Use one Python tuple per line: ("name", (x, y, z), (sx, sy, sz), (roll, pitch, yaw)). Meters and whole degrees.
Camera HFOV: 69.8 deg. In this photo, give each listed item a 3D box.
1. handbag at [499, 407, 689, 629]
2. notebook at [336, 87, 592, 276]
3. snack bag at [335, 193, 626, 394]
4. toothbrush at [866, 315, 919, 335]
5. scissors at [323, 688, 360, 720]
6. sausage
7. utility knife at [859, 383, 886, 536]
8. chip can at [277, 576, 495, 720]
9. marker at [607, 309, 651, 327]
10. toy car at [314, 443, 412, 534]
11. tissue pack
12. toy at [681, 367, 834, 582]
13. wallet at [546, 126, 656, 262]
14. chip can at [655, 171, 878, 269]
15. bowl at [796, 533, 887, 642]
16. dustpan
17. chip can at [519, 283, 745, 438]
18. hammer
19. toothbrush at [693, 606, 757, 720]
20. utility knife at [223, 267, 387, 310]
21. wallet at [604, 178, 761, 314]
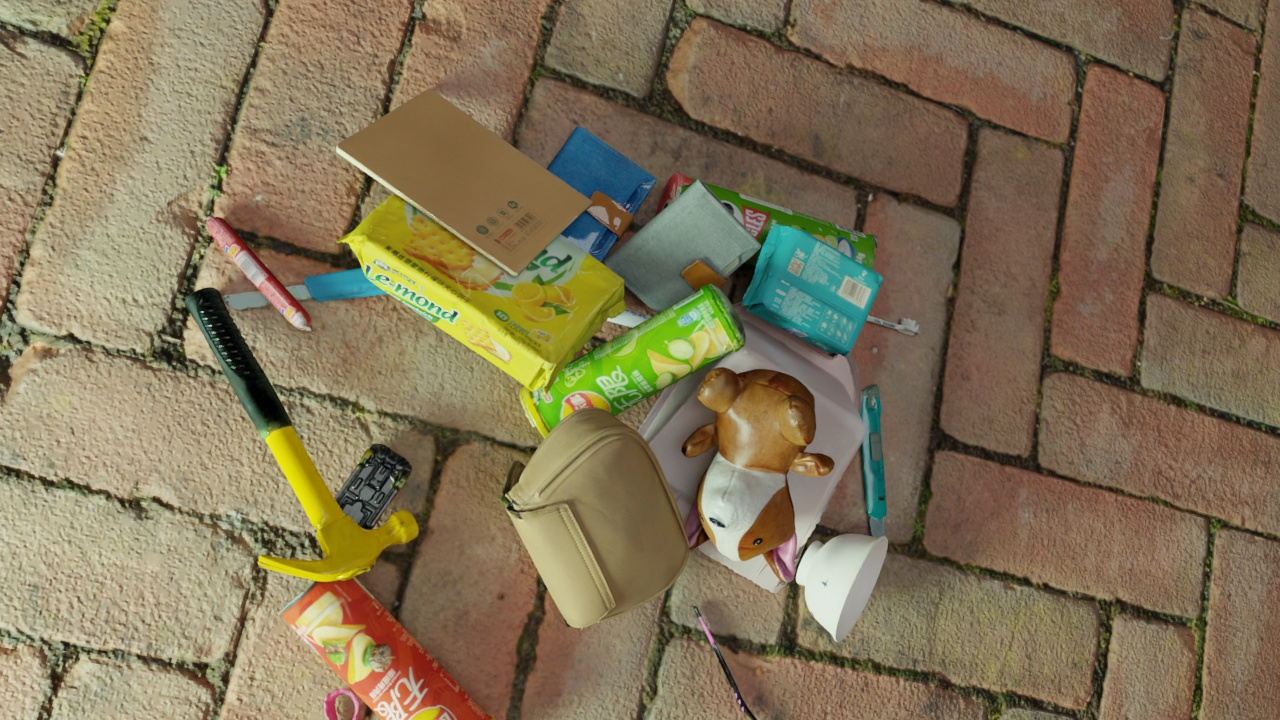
("handbag", (-0.043, 0.148, 0.867), (0.147, 0.100, 0.205), (-34, 122, -21))
("notebook", (-0.165, -0.178, 0.890), (0.207, 0.008, 0.147), (35, 46, 3))
("snack bag", (-0.145, -0.081, 0.875), (0.246, 0.068, 0.157), (35, 46, 0))
("toothbrush", (0.235, -0.058, 1.032), (0.180, 0.016, 0.016), (14, 71, -13))
("scissors", (-0.279, 0.370, 0.837), (0.133, 0.017, 0.133), (-11, 89, -20))
("sausage", (-0.358, -0.081, 0.862), (0.020, 0.020, 0.156), (-41, 84, -16))
("utility knife", (0.260, 0.113, 1.017), (0.029, 0.013, 0.176), (-1, 83, -15))
("chip can", (-0.227, 0.280, 0.832), (0.073, 0.073, 0.216), (-43, 95, -16))
("marker", (0.000, -0.041, 0.956), (0.130, 0.022, 0.018), (16, 117, -2))
("toy car", (-0.261, 0.131, 0.863), (0.049, 0.031, 0.106), (34, 70, -8))
("tissue pack", (0.175, -0.071, 0.940), (0.133, 0.050, 0.093), (27, 84, -17))
("toy", (0.104, 0.110, 0.867), (0.140, 0.130, 0.200), (22, 118, 26))
("wallet", (-0.059, -0.165, 0.957), (0.106, 0.040, 0.133), (35, 77, -4))
("chip can", (0.136, -0.135, 0.986), (0.236, 0.072, 0.072), (15, 79, -13))
("bowl", (0.202, 0.223, 0.952), (0.065, 0.118, 0.118), (24, 74, 27))
("dustpan", (0.123, 0.075, 0.989), (0.222, 0.138, 0.274), (34, 103, -10))
("chip can", (-0.005, 0.005, 0.890), (0.221, 0.072, 0.072), (-29, 91, 5))
("hammer", (-0.327, 0.064, 0.824), (0.128, 0.033, 0.300), (-27, 78, -33))
("toothbrush", (0.096, 0.338, 0.943), (0.017, 0.014, 0.189), (-27, 90, -5))
("utility knife", (-0.288, -0.074, 0.891), (0.218, 0.018, 0.034), (-10, 73, -16))
("wallet", (0.045, -0.105, 0.932), (0.130, 0.037, 0.106), (-39, 118, 19))
